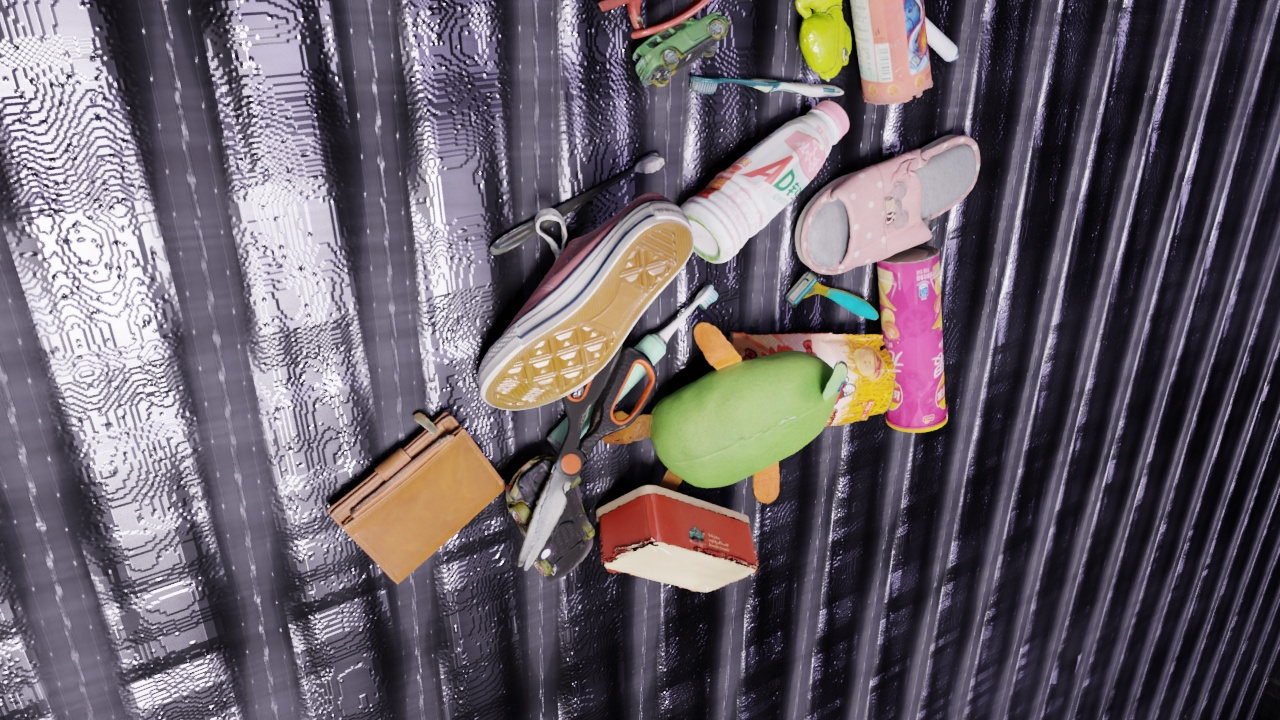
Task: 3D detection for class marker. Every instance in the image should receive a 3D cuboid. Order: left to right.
[{"bbox_3d":[0.293,-0.347,0.948,0.130,0.018,0.023,21,115,-39],"label":"marker"}]

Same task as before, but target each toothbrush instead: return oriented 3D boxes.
[{"bbox_3d":[-0.053,-0.137,0.798,0.180,0.018,0.016,-32,133,-18],"label":"toothbrush"},{"bbox_3d":[-0.005,0.005,0.889,0.224,0.026,0.027,-46,121,-10],"label":"toothbrush"},{"bbox_3d":[0.123,-0.257,0.870,0.191,0.016,0.018,-7,124,-33],"label":"toothbrush"}]

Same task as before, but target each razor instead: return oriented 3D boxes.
[{"bbox_3d":[0.217,-0.067,1.014,0.132,0.028,0.043,14,125,-36],"label":"razor"}]

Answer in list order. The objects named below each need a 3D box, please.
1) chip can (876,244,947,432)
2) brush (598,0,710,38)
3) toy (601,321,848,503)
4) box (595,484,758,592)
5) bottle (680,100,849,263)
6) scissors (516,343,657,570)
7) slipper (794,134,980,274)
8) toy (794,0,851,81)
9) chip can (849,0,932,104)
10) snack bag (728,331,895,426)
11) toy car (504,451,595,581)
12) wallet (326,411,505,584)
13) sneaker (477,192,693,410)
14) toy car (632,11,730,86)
[{"bbox_3d":[0.313,-0.024,1.060,0.071,0.071,0.211,-22,115,-26],"label":"chip can"},{"bbox_3d":[0.037,-0.321,0.748,0.145,0.063,0.069,-37,116,-19],"label":"brush"},{"bbox_3d":[0.091,0.062,0.924,0.247,0.090,0.227,-22,121,3],"label":"toy"},{"bbox_3d":[0.040,0.196,0.952,0.092,0.079,0.168,-32,140,34],"label":"box"},{"bbox_3d":[0.122,-0.176,0.875,0.196,0.068,0.068,-43,129,-17],"label":"bottle"},{"bbox_3d":[-0.073,0.076,0.836,0.234,0.022,0.136,-45,97,-17],"label":"scissors"},{"bbox_3d":[0.281,-0.170,0.996,0.273,0.054,0.114,-26,124,-24],"label":"slipper"},{"bbox_3d":[0.173,-0.316,0.866,0.096,0.031,0.100,-11,110,-46],"label":"toy"},{"bbox_3d":[0.229,-0.355,0.864,0.071,0.071,0.215,-32,126,-20],"label":"chip can"},{"bbox_3d":[0.180,0.026,1.016,0.207,0.073,0.129,-3,113,-27],"label":"snack bag"},{"bbox_3d":[-0.087,0.154,0.884,0.070,0.042,0.158,-37,137,-26],"label":"toy car"},{"bbox_3d":[-0.192,0.117,0.799,0.130,0.035,0.119,-41,128,-16],"label":"wallet"},{"bbox_3d":[-0.056,-0.056,0.787,0.118,0.087,0.241,25,118,-41],"label":"sneaker"},{"bbox_3d":[0.035,-0.267,0.781,0.091,0.043,0.036,-31,89,-13],"label":"toy car"}]
